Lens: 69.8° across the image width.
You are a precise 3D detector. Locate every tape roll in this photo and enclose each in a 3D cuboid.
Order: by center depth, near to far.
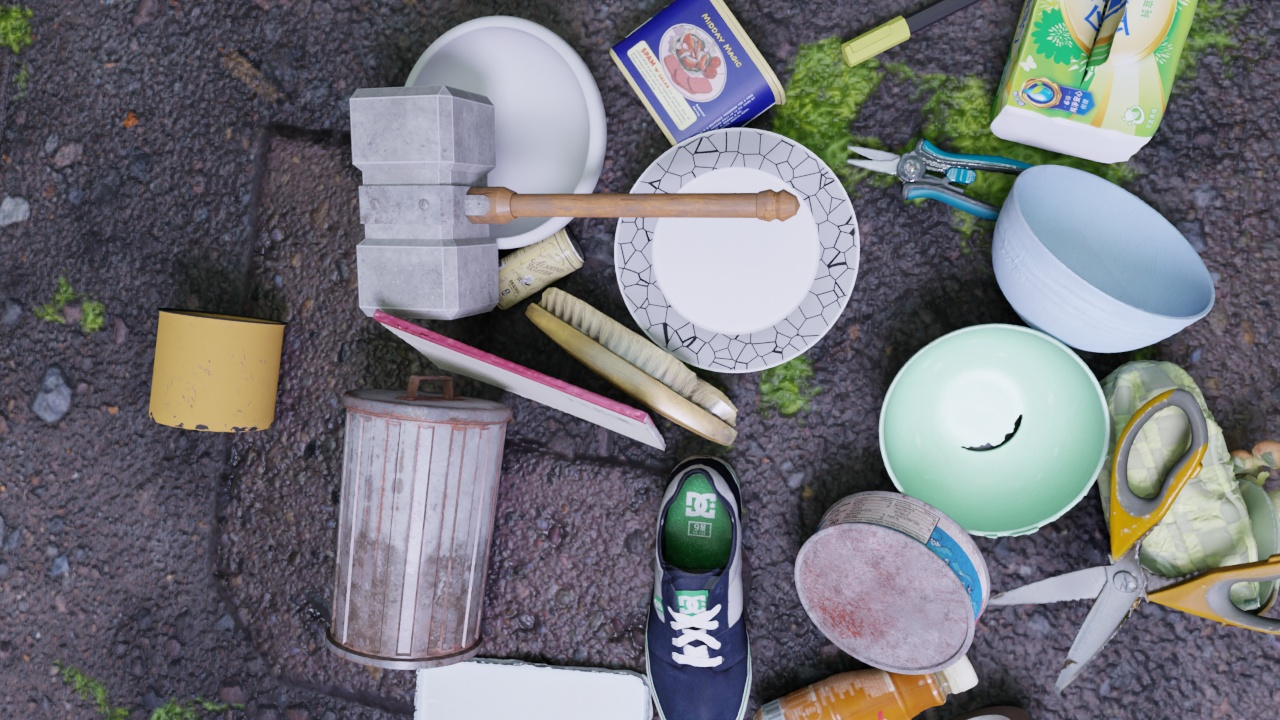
[{"bbox_3d":[0.243,0.286,0.660,0.094,0.093,0.030,-27,84,9],"label":"tape roll"}]

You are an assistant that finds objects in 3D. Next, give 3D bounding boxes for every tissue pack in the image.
[{"bbox_3d":[0.326,-0.251,0.628,0.120,0.141,0.197,10,91,10],"label":"tissue pack"}]

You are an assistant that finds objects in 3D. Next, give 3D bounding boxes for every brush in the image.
[{"bbox_3d":[-0.004,0.004,0.728,0.195,0.059,0.043,33,86,7],"label":"brush"}]

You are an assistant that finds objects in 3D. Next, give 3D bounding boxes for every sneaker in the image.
[{"bbox_3d":[0.042,0.194,0.706,0.084,0.079,0.235,0,90,9],"label":"sneaker"}]

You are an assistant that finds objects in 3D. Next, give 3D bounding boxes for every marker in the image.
[{"bbox_3d":[0.216,-0.264,0.710,0.124,0.021,0.017,-25,85,8],"label":"marker"}]

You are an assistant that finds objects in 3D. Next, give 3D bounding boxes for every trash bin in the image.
[{"bbox_3d":[-0.175,0.117,0.723,0.131,0.130,0.211,7,92,10],"label":"trash bin"}]

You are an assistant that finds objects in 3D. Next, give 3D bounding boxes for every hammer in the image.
[{"bbox_3d":[-0.047,-0.110,0.650,0.318,0.082,0.163,3,100,18],"label":"hammer"}]

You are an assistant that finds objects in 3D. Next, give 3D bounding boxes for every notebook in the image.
[{"bbox_3d":[-0.083,0.020,0.696,0.209,0.153,0.012,20,80,10],"label":"notebook"}]

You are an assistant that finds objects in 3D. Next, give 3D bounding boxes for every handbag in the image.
[{"bbox_3d":[0.383,0.087,0.631,0.117,0.113,0.186,-12,86,3],"label":"handbag"}]

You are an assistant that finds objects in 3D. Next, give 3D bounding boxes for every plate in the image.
[{"bbox_3d":[0.075,-0.085,0.720,0.188,0.016,0.189,1,101,4],"label":"plate"}]

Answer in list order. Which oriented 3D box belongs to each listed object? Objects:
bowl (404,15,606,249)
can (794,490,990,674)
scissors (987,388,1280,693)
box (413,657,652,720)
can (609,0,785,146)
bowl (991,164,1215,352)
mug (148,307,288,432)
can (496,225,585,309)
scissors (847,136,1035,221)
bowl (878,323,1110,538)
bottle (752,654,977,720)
[{"bbox_3d":[-0.104,-0.179,0.738,0.177,0.066,0.176,3,100,18],"label":"bowl"},{"bbox_3d":[0.180,0.161,0.664,0.130,0.044,0.130,18,125,27],"label":"can"},{"bbox_3d":[0.335,0.136,0.581,0.217,0.016,0.225,28,112,33],"label":"scissors"},{"bbox_3d":[-0.093,0.343,0.757,0.209,0.037,0.189,-1,81,10],"label":"box"},{"bbox_3d":[0.043,-0.226,0.724,0.092,0.056,0.116,-34,83,9],"label":"can"},{"bbox_3d":[0.309,-0.060,0.645,0.150,0.150,0.075,36,136,9],"label":"bowl"},{"bbox_3d":[-0.363,0.007,0.781,0.124,0.100,0.094,10,94,51],"label":"mug"},{"bbox_3d":[-0.088,-0.077,0.755,0.079,0.038,0.038,-28,84,9],"label":"can"},{"bbox_3d":[0.238,-0.144,0.704,0.144,0.019,0.126,-26,90,15],"label":"scissors"},{"bbox_3d":[0.250,0.045,0.666,0.151,0.077,0.151,2,99,14],"label":"bowl"},{"bbox_3d":[0.170,0.261,0.692,0.167,0.059,0.059,-26,85,6],"label":"bottle"}]
